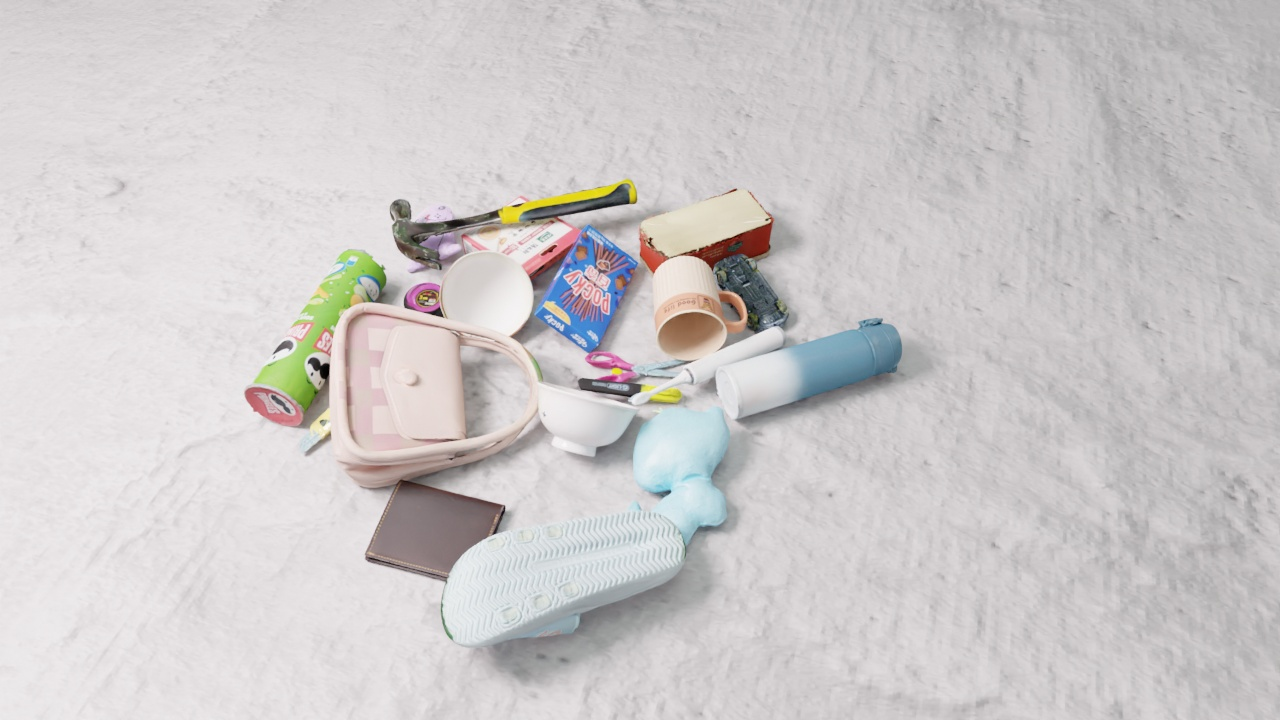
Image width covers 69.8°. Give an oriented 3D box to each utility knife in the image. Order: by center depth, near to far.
[{"bbox_3d":[-0.330,0.045,1.068,0.031,0.019,0.172,31,69,27],"label":"utility knife"}]

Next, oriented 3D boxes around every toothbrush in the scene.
[{"bbox_3d":[0.081,0.008,1.079,0.220,0.027,0.026,-23,11,-26],"label":"toothbrush"}]

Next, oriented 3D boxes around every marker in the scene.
[{"bbox_3d":[-0.012,0.033,1.063,0.124,0.015,0.018,8,57,-12],"label":"marker"}]

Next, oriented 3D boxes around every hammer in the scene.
[{"bbox_3d":[-0.162,-0.191,1.206,0.323,0.032,0.126,-12,49,-10],"label":"hammer"}]

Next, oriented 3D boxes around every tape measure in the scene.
[{"bbox_3d":[-0.268,-0.067,1.157,0.057,0.039,0.057,-10,55,-8],"label":"tape measure"}]

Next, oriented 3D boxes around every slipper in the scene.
[{"bbox_3d":[-0.074,0.212,0.894,0.245,0.074,0.104,-13,50,-17],"label":"slipper"}]

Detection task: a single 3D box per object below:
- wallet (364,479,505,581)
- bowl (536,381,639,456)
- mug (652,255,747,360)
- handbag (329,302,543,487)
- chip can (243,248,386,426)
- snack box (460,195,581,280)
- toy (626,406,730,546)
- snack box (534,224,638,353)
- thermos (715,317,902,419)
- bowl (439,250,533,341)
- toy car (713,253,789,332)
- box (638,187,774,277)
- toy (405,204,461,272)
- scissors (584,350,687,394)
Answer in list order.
[{"bbox_3d":[-0.214,0.179,0.961,0.122,0.020,0.096,12,56,9],"label":"wallet"},{"bbox_3d":[-0.065,0.069,1.012,0.118,0.118,0.064,14,89,13],"label":"bowl"},{"bbox_3d":[0.072,-0.065,1.121,0.114,0.082,0.105,2,45,-7],"label":"mug"},{"bbox_3d":[-0.226,0.034,1.032,0.234,0.094,0.193,-2,62,-15],"label":"handbag"},{"bbox_3d":[-0.386,-0.033,1.109,0.072,0.072,0.235,11,50,10],"label":"chip can"},{"bbox_3d":[-0.154,-0.153,1.224,0.127,0.044,0.113,33,57,27],"label":"snack box"},{"bbox_3d":[0.041,0.116,0.990,0.161,0.050,0.156,-31,63,-14],"label":"toy"},{"bbox_3d":[-0.065,-0.092,1.156,0.084,0.026,0.156,36,51,-16],"label":"snack box"},{"bbox_3d":[0.199,0.008,1.069,0.220,0.070,0.070,-17,51,-13],"label":"thermos"},{"bbox_3d":[-0.194,-0.079,1.138,0.113,0.113,0.062,-18,10,-14],"label":"bowl"},{"bbox_3d":[0.139,-0.084,1.168,0.054,0.037,0.120,-24,63,-19],"label":"toy car"},{"bbox_3d":[0.085,-0.168,1.211,0.168,0.079,0.091,-21,53,-17],"label":"box"},{"bbox_3d":[-0.281,-0.169,1.245,0.084,0.039,0.107,-22,51,10],"label":"toy"},{"bbox_3d":[-0.005,0.006,1.108,0.137,0.017,0.096,-13,41,-17],"label":"scissors"}]
